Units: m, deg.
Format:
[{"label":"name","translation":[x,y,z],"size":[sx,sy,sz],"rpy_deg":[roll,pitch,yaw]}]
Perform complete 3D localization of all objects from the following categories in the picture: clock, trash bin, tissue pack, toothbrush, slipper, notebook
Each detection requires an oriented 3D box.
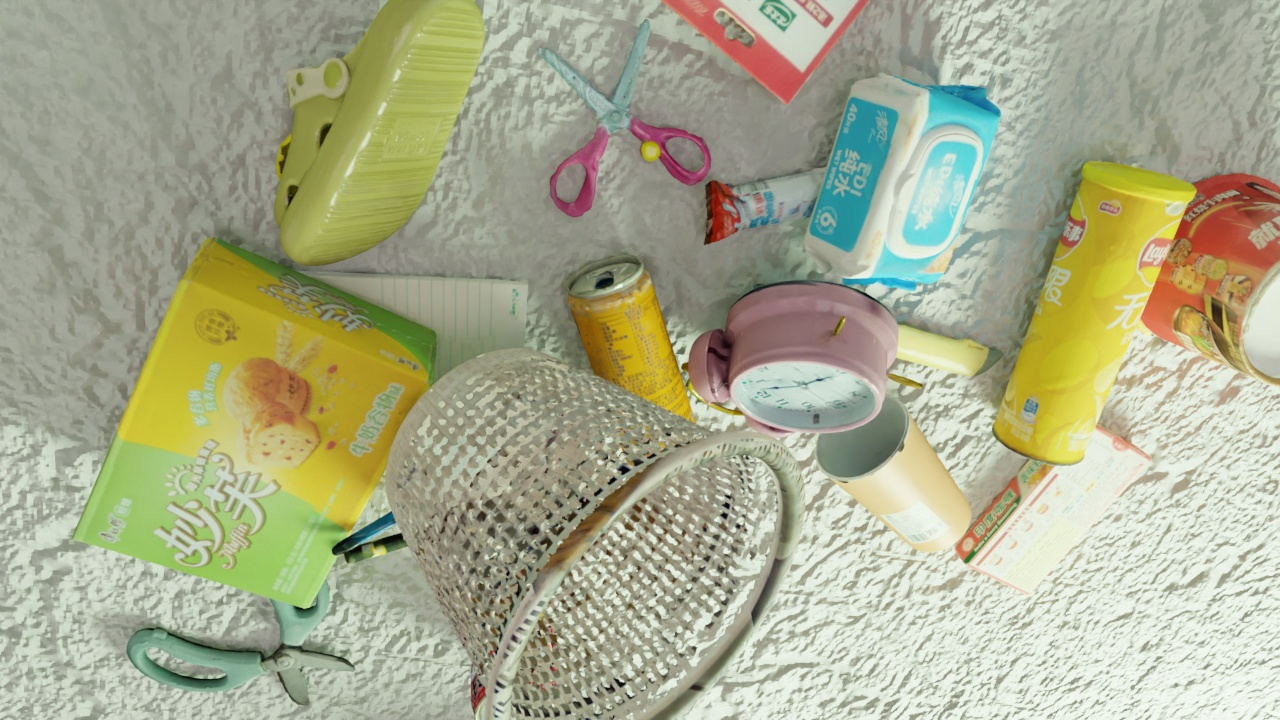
[{"label":"clock","translation":[0.100,0.007,0.634],"size":[0.117,0.059,0.159],"rpy_deg":[32,146,-33]},{"label":"trash bin","translation":[-0.046,0.098,0.557],"size":[0.226,0.192,0.228],"rpy_deg":[-26,133,-32]},{"label":"tissue pack","translation":[0.170,-0.112,0.592],"size":[0.089,0.063,0.140],"rpy_deg":[-1,116,-33]},{"label":"toothbrush","translation":[-0.119,0.116,0.660],"size":[0.185,0.012,0.017],"rpy_deg":[-13,132,-30]},{"label":"slipper","translation":[-0.162,-0.144,0.538],"size":[0.081,0.091,0.191],"rpy_deg":[45,117,16]},{"label":"toothbrush","translation":[-0.127,0.085,0.640],"size":[0.189,0.014,0.016],"rpy_deg":[-30,137,-25]},{"label":"notebook","translation":[-0.186,0.010,0.639],"size":[0.209,0.012,0.151],"rpy_deg":[1,117,-9]}]

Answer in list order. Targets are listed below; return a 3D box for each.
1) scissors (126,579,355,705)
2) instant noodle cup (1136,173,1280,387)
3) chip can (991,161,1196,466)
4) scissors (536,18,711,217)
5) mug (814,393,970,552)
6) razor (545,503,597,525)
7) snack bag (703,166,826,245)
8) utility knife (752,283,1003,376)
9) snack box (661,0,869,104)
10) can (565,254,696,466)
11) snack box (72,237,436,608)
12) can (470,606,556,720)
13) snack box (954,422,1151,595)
[{"label":"scissors","translation":[-0.315,0.212,0.713],"size":[0.179,0.019,0.170],"rpy_deg":[-7,117,-6]},{"label":"instant noodle cup","translation":[0.438,-0.054,0.649],"size":[0.138,0.108,0.138],"rpy_deg":[-3,115,-7]},{"label":"chip can","translation":[0.321,-0.032,0.664],"size":[0.072,0.072,0.214],"rpy_deg":[4,116,-11]},{"label":"scissors","translation":[-0.018,-0.148,0.587],"size":[0.133,0.017,0.135],"rpy_deg":[38,106,-18]},{"label":"mug","translation":[0.200,0.092,0.704],"size":[0.078,0.078,0.123],"rpy_deg":[-40,119,11]},{"label":"razor","translation":[-0.093,0.123,0.703],"size":[0.142,0.022,0.042],"rpy_deg":[-2,72,-11]},{"label":"snack bag","translation":[0.092,-0.107,0.617],"size":[0.104,0.026,0.048],"rpy_deg":[-7,125,-5]},{"label":"utility knife","translation":[0.176,-0.020,0.675],"size":[0.213,0.022,0.031],"rpy_deg":[13,112,-22]},{"label":"snack box","translation":[0.081,-0.238,0.541],"size":[0.113,0.044,0.127],"rpy_deg":[33,106,-22]},{"label":"can","translation":[-0.004,0.004,0.637],"size":[0.058,0.058,0.146],"rpy_deg":[-18,117,0]},{"label":"snack box","translation":[-0.248,0.048,0.600],"size":[0.157,0.070,0.210],"rpy_deg":[25,111,-22]},{"label":"can","translation":[-0.099,0.243,0.718],"size":[0.066,0.093,0.067],"rpy_deg":[-4,116,-7]},{"label":"snack box","translation":[0.342,0.121,0.764],"size":[0.077,0.027,0.156],"rpy_deg":[27,109,-20]}]
